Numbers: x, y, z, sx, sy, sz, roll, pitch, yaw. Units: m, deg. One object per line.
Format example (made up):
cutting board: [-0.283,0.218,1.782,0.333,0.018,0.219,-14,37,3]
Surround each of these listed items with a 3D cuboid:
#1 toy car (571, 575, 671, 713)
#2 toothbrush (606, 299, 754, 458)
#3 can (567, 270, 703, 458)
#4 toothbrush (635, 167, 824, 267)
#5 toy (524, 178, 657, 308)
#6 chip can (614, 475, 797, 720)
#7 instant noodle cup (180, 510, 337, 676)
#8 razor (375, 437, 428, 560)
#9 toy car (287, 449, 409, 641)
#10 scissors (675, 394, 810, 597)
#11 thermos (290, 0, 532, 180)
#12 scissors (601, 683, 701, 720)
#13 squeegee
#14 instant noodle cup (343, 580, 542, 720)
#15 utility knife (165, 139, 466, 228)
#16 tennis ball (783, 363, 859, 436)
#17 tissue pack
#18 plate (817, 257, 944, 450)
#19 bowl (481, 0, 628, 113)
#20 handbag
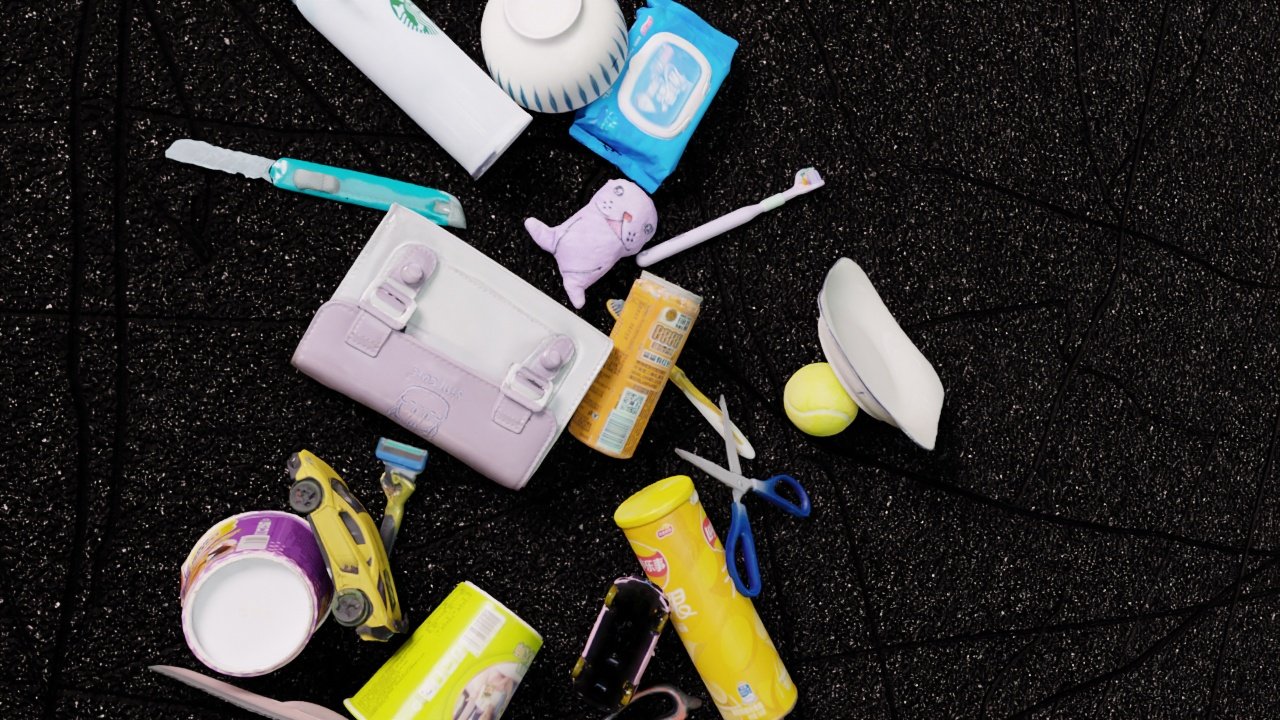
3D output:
toy car: [-0.015,0.232,0.753,0.056,0.037,0.122,25,104,9]
toothbrush: [0.039,0.017,0.793,0.191,0.018,0.016,47,60,-12]
can: [-0.004,0.004,0.745,0.058,0.058,0.146,24,95,-16]
toothbrush: [0.079,-0.125,0.806,0.189,0.029,0.021,-27,135,-15]
toy: [-0.034,-0.107,0.759,0.108,0.039,0.084,-38,107,-14]
chip can: [0.056,0.205,0.772,0.072,0.072,0.213,-29,99,-16]
instant noodle cup: [-0.272,0.169,0.652,0.111,0.099,0.111,0,92,-18]
razor: [-0.197,0.134,0.716,0.043,0.022,0.142,13,90,16]
toy car: [-0.214,0.133,0.670,0.041,0.071,0.156,-26,82,-8]
scissors: [0.091,0.113,0.781,0.162,0.012,0.173,6,69,-43]
thermos: [-0.185,-0.242,0.696,0.224,0.073,0.073,43,78,-13]
scissors: [-0.039,0.346,0.755,0.227,0.015,0.188,24,70,-1]
squeegee: [-0.203,0.300,0.671,0.040,0.248,0.250,-58,134,-37]
instant noodle cup: [-0.139,0.239,0.695,0.111,0.112,0.123,42,69,-13]
utility knife: [-0.243,-0.136,0.705,0.222,0.013,0.029,10,87,-18]
tennis ball: [0.159,0.034,0.807,0.065,0.065,0.065,0,90,-18]
tissue pack: [0.014,-0.228,0.768,0.095,0.052,0.157,32,81,-15]
plate: [0.202,-0.003,0.801,0.164,0.034,0.163,53,31,-5]
bowl: [-0.070,-0.260,0.711,0.116,0.066,0.116,-1,79,6]
handbag: [-0.141,-0.007,0.700,0.197,0.098,0.145,32,86,-15]
